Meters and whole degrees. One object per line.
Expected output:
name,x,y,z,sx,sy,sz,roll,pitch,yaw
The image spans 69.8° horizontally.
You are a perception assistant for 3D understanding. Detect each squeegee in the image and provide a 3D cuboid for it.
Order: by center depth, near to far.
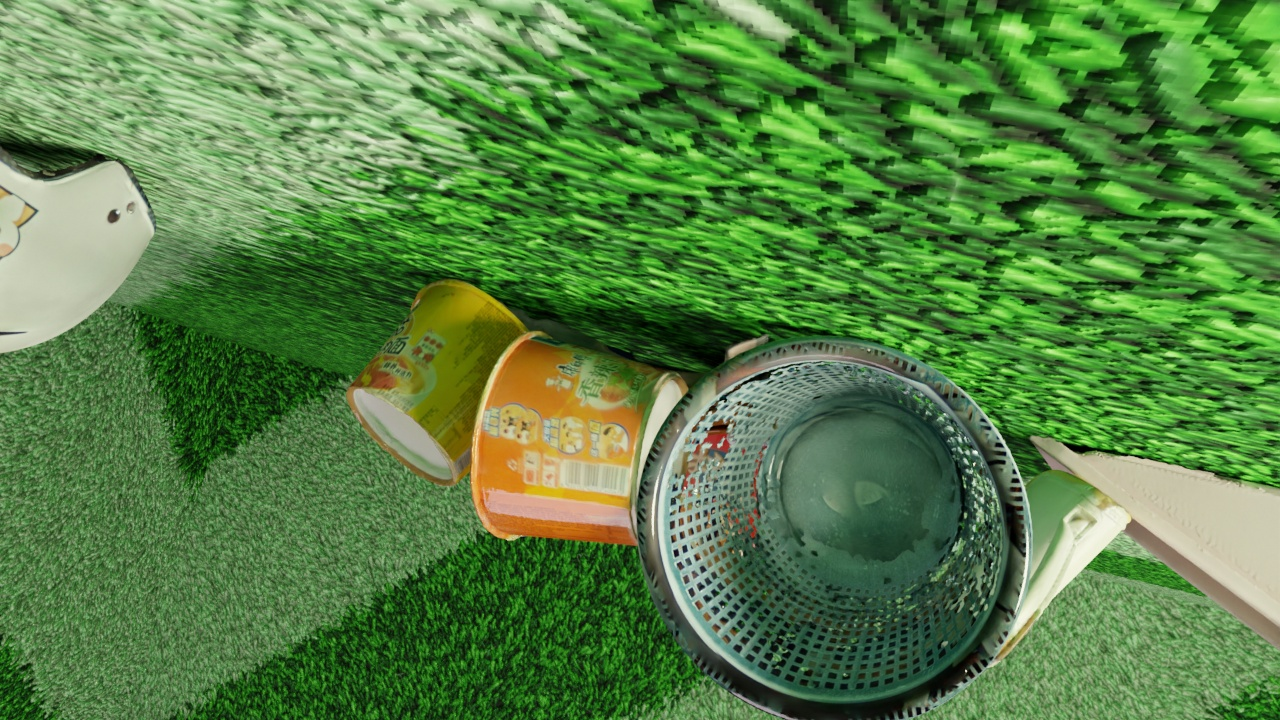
squeegee,-0.025,-0.009,0.710,0.250,0.040,0.247,15,173,11

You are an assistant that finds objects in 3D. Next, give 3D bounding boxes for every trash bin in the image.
trash bin,0.134,0.099,0.615,0.227,0.226,0.194,13,-176,19

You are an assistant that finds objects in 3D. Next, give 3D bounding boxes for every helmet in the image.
helmet,-0.479,-0.090,0.597,0.230,0.156,0.273,8,169,42

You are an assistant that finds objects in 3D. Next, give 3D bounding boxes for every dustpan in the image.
dustpan,0.417,0.164,0.675,0.274,0.138,0.222,10,170,35

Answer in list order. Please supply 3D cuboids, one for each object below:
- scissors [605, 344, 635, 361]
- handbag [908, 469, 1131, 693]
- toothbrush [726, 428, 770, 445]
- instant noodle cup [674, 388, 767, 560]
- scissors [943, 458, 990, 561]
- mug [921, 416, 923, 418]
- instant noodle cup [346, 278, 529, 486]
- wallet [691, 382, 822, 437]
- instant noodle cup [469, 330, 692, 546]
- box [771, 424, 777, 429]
scissors,-0.019,0.003,0.871,0.157,0.012,0.165,12,173,11
handbag,0.248,0.145,0.612,0.063,0.163,0.178,43,-175,18
toothbrush,0.110,0.066,0.759,0.021,0.029,0.189,29,-172,27
instant noodle cup,0.054,0.099,0.891,0.194,0.194,0.065,12,-151,23
scissors,0.241,0.126,0.842,0.170,0.019,0.179,17,-143,3
mug,0.199,0.084,0.765,0.125,0.084,0.103,18,172,25
instant noodle cup,-0.150,0.023,0.713,0.138,0.109,0.138,29,149,19
wallet,0.069,0.040,0.738,0.119,0.035,0.130,-18,164,37
instant noodle cup,-0.034,0.060,0.641,0.111,0.151,0.151,8,170,20
box,0.119,0.083,0.996,0.090,0.059,0.184,13,174,22
